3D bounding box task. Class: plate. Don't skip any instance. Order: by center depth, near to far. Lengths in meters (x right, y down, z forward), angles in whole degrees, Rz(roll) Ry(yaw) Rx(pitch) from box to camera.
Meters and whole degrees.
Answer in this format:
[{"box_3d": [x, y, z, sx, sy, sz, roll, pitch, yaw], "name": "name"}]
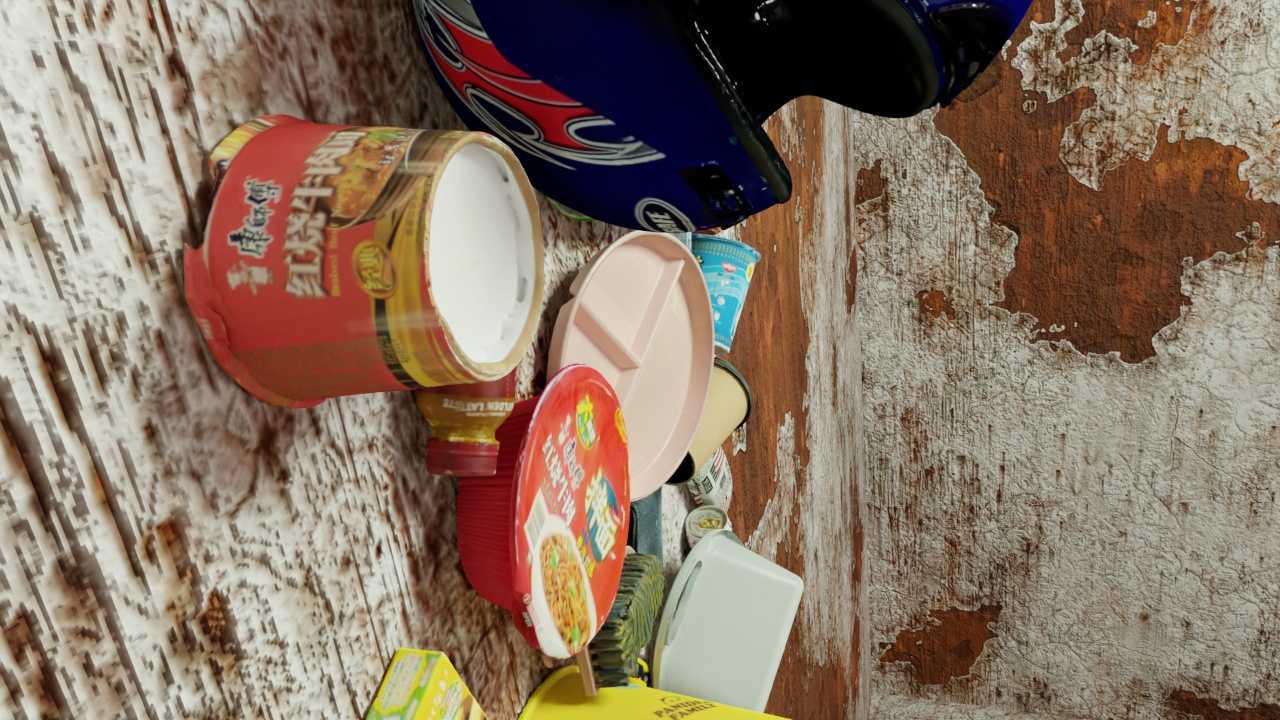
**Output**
[{"box_3d": [-0.005, 0.005, 0.775, 0.228, 0.028, 0.229, -15, 108, -54], "name": "plate"}]

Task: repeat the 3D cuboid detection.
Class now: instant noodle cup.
[{"box_3d": [-0.113, -0.045, 0.420, 0.137, 0.109, 0.138, 1, 89, -71], "name": "instant noodle cup"}, {"box_3d": [-0.067, 0.098, 0.621, 0.193, 0.066, 0.194, 1, 90, -72], "name": "instant noodle cup"}, {"box_3d": [0.069, -0.067, 0.975, 0.099, 0.099, 0.110, 32, 68, -67], "name": "instant noodle cup"}]

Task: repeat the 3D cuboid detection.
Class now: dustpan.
[{"box_3d": [0.078, 0.302, 1.016, 0.258, 0.142, 0.222, 109, 5, -66], "name": "dustpan"}]

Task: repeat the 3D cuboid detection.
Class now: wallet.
[{"box_3d": [0.005, 0.182, 0.899, 0.097, 0.019, 0.121, -29, 119, -69], "name": "wallet"}]

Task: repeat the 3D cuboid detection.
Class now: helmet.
[{"box_3d": [0.018, -0.188, 0.506, 0.240, 0.315, 0.247, -56, 162, 7], "name": "helmet"}]

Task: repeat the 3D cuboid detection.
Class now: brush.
[{"box_3d": [-0.026, 0.195, 0.729, 0.145, 0.073, 0.063, -53, 135, -67], "name": "brush"}]

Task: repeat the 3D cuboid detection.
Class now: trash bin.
[{"box_3d": [0.049, 0.358, 0.671, 0.229, 0.256, 0.229, 1, 89, -70], "name": "trash bin"}]

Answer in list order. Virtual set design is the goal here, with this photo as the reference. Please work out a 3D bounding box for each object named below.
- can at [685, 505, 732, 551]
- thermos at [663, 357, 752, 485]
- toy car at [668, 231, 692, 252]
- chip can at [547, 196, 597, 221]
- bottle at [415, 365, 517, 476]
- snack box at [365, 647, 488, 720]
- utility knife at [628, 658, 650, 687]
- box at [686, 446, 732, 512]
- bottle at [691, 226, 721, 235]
[{"box_3d": [0.088, 0.234, 1.080, 0.053, 0.053, 0.133, -66, 150, -48], "name": "can"}, {"box_3d": [0.054, 0.061, 0.942, 0.142, 0.093, 0.093, -49, 136, -49], "name": "thermos"}, {"box_3d": [0.033, -0.120, 0.919, 0.034, 0.043, 0.090, -178, -90, -82], "name": "toy car"}, {"box_3d": [-0.008, -0.149, 0.770, 0.221, 0.073, 0.072, -17, 106, -69], "name": "chip can"}, {"box_3d": [-0.099, -0.021, 0.535, 0.057, 0.057, 0.175, 15, 76, -70], "name": "bottle"}, {"box_3d": [-0.118, 0.240, 0.529, 0.086, 0.034, 0.140, -70, 151, -44], "name": "snack box"}, {"box_3d": [-0.017, 0.279, 0.841, 0.171, 0.015, 0.033, 60, 33, -56], "name": "utility knife"}, {"box_3d": [0.076, 0.135, 1.076, 0.164, 0.051, 0.068, 68, 19, -50], "name": "box"}, {"box_3d": [0.063, -0.238, 0.993, 0.059, 0.060, 0.206, 15, 76, -70], "name": "bottle"}]
